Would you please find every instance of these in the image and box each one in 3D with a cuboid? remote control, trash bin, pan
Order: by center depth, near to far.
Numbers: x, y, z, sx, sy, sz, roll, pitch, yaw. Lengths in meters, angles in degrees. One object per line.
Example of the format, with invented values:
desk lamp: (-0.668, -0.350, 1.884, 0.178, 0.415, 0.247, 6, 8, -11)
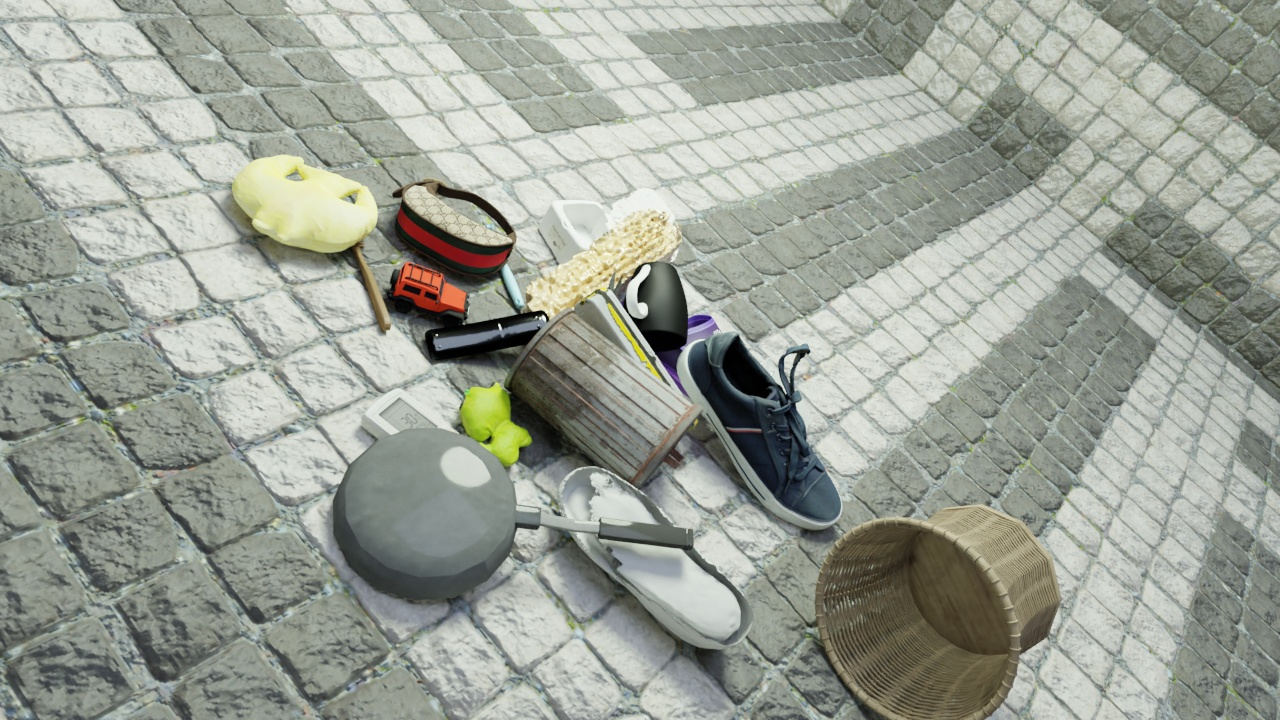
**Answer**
pan: (-0.116, 0.152, 0.900, 0.357, 0.041, 0.178, 10, 52, -13)
remote control: (-0.224, 0.086, 0.962, 0.138, 0.026, 0.060, 37, 38, 3)
trash bin: (-0.036, 0.052, 1.053, 0.211, 0.131, 0.130, 39, 38, 6)
remote control: (-0.179, -0.032, 1.094, 0.151, 0.020, 0.041, -12, 68, -21)

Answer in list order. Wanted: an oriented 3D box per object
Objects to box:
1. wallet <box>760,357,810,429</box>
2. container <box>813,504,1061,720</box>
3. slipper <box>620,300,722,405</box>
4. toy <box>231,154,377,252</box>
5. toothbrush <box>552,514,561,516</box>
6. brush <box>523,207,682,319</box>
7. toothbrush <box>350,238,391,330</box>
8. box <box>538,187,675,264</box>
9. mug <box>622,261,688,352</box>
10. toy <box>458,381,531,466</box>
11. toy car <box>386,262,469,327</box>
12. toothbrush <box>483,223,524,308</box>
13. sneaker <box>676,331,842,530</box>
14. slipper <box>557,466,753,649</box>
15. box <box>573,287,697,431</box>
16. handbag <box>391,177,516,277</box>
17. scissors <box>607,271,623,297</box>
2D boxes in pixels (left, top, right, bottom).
wallet: (0.188, 0.061, 1.264, 0.116, 0.032, 0.086, 51, 35, -19)
container: (0.345, 0.273, 1.036, 0.195, 0.227, 0.227, -5, 53, -48)
slipper: (0.056, -0.032, 1.245, 0.266, 0.084, 0.107, 41, 38, 8)
toy: (-0.403, -0.185, 1.088, 0.170, 0.065, 0.154, 24, 40, -4)
toothbrush: (-0.027, 0.185, 1.013, 0.166, 0.014, 0.016, 13, 43, -24)
brush: (-0.048, -0.117, 1.224, 0.083, 0.057, 0.270, 43, 58, 15)
toothbrush: (-0.323, -0.099, 1.094, 0.016, 0.016, 0.166, -2, 50, -37)
box: (-0.049, -0.188, 1.342, 0.190, 0.083, 0.110, -19, 62, -27)
mug: (0.012, -0.076, 1.159, 0.119, 0.085, 0.100, 37, 51, -60)
toy: (-0.163, 0.070, 1.018, 0.093, 0.036, 0.094, 37, 44, -5)
toy car: (-0.251, -0.080, 1.100, 0.100, 0.049, 0.051, 19, 41, -20)
toothbrush: (-0.184, -0.127, 1.226, 0.022, 0.016, 0.155, -27, 58, -1)
sneaker: (0.177, 0.080, 1.143, 0.294, 0.128, 0.120, 53, 52, -6)
slipper: (0.011, 0.207, 0.967, 0.247, 0.075, 0.112, 41, 46, 9)
box: (-0.007, 0.007, 1.123, 0.033, 0.064, 0.209, -38, 98, -33)
handbag: (-0.243, -0.182, 1.207, 0.166, 0.063, 0.138, 30, 33, 4)
scissors: (-0.062, -0.035, 1.148, 0.131, 0.013, 0.169, -10, 90, -23)
